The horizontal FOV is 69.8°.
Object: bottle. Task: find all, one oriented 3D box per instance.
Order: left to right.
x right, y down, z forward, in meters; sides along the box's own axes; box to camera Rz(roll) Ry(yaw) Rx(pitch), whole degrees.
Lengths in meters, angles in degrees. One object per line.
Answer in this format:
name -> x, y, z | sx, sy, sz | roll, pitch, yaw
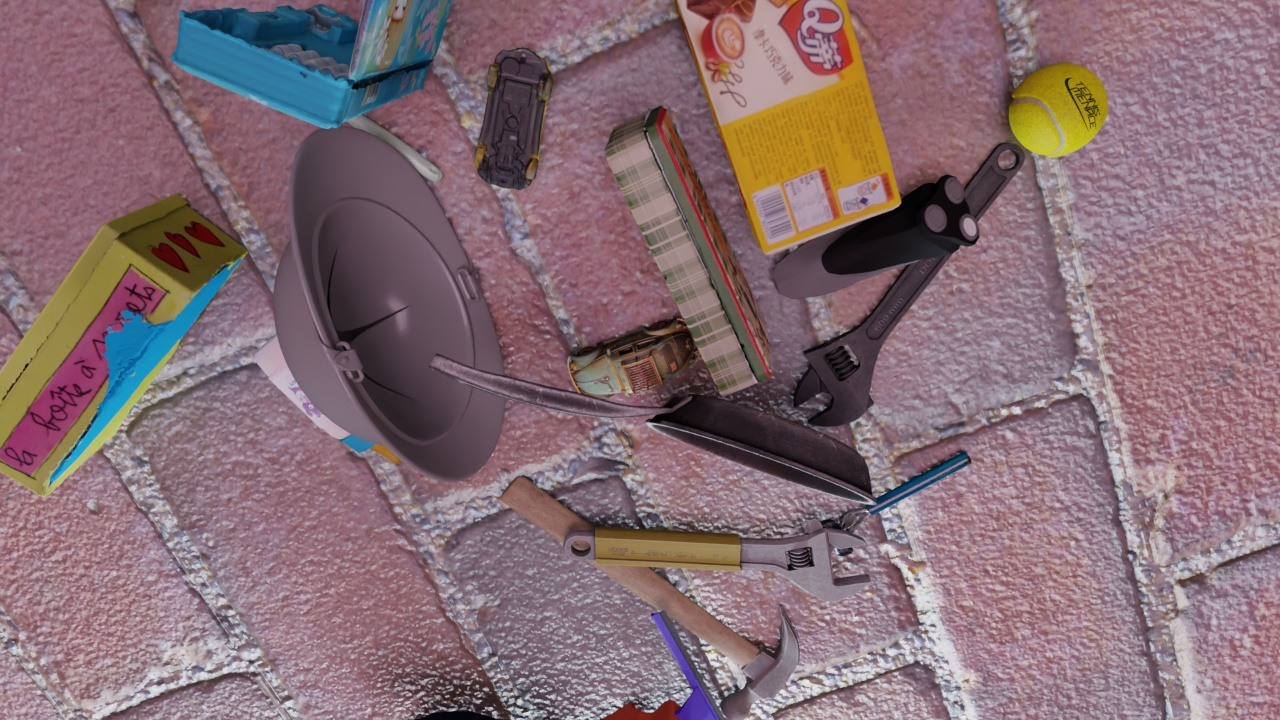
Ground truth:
bottle -> -0.249, 0.034, 0.758 | 0.051, 0.051, 0.146 | -37, 107, 12

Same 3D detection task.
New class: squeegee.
squeegee -> -0.012, 0.362, 0.886 | 0.185, 0.055, 0.250 | -19, 114, 18

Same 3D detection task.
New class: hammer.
hammer -> 0.011, 0.210, 0.848 | 0.331, 0.030, 0.119 | 38, 105, -11

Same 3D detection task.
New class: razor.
razor -> 0.178, -0.088, 0.715 | 0.156, 0.060, 0.057 | -22, 90, 29
razor -> 0.227, 0.121, 0.814 | 0.144, 0.022, 0.042 | -32, 111, 6

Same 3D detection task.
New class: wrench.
wrench -> 0.069, 0.172, 0.809 | 0.273, 0.018, 0.084 | 2, 113, -1
wrench -> 0.216, -0.057, 0.745 | 0.073, 0.018, 0.274 | 34, 106, -3

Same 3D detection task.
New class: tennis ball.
tennis ball -> 0.305, -0.183, 0.672 | 0.065, 0.065, 0.065 | 0, 111, -1

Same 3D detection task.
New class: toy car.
toy car -> -0.095, -0.180, 0.688 | 0.049, 0.030, 0.107 | 13, 113, -4
toy car -> -0.005, 0.004, 0.751 | 0.112, 0.047, 0.047 | -19, 113, 7

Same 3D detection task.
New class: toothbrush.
toothbrush -> -0.216, -0.184, 0.694 | 0.154, 0.015, 0.022 | 35, 66, -13

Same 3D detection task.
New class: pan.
pan -> 0.019, 0.045, 0.690 | 0.356, 0.187, 0.055 | 23, 82, -19

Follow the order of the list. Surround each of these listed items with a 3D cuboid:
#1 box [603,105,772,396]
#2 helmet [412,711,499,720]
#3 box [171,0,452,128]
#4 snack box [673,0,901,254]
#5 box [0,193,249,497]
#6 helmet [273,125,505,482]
box -> 0.039, -0.082, 0.683 | 0.049, 0.117, 0.205 | -24, 108, 10
helmet -> -0.171, 0.445, 0.837 | 0.273, 0.232, 0.223 | -29, 147, 34
box -> -0.180, -0.226, 0.564 | 0.098, 0.226, 0.121 | 23, 110, -9
snack box -> 0.102, -0.205, 0.664 | 0.110, 0.061, 0.230 | -20, 110, 7
box -> -0.407, -0.016, 0.702 | 0.081, 0.124, 0.221 | 37, 108, -16
helmet -> -0.213, -0.028, 0.690 | 0.118, 0.182, 0.271 | -13, 108, 27
